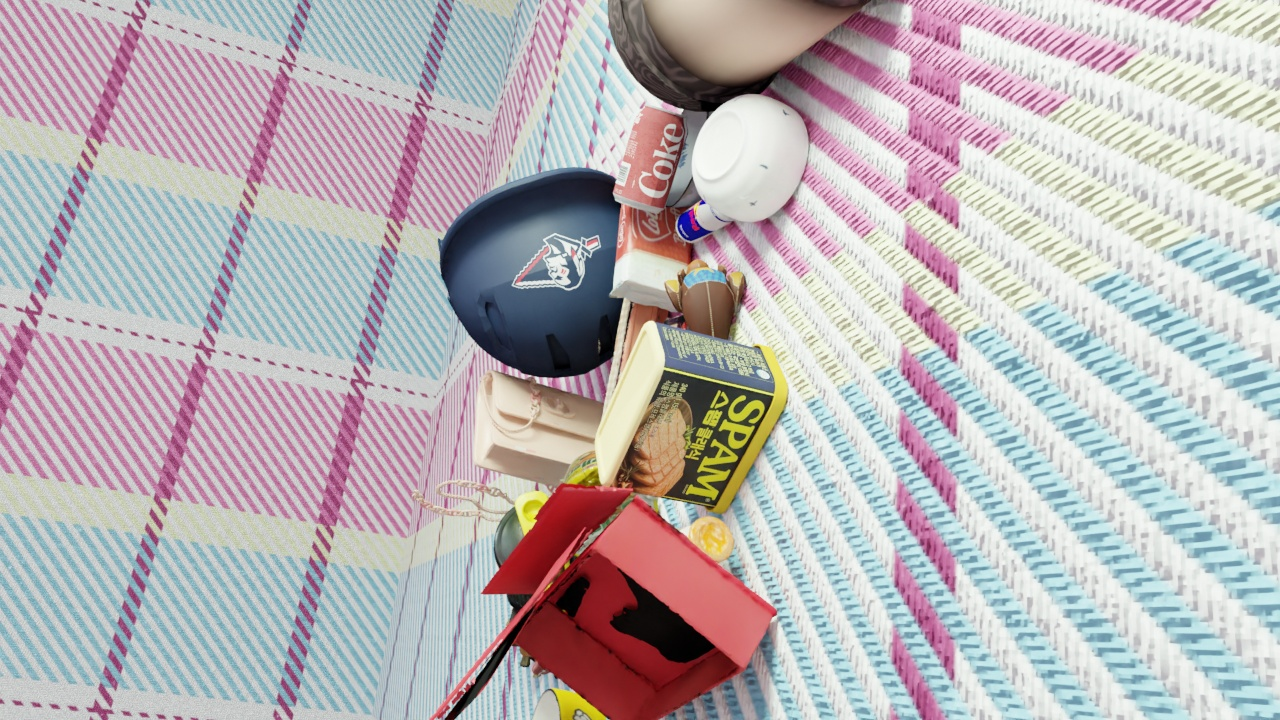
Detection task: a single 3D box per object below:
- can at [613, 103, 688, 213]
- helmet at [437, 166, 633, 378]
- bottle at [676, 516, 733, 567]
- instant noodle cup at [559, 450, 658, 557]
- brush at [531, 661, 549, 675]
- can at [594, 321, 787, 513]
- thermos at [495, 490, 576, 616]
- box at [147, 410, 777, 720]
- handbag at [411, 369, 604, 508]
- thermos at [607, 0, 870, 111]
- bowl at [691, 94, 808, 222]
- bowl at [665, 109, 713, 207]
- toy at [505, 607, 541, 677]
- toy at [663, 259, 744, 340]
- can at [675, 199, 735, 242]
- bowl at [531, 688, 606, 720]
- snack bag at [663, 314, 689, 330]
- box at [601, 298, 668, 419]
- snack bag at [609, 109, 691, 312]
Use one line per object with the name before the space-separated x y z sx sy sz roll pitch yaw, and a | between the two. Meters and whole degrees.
can | 0.011 -0.197 0.899 0.054 0.054 0.097 -127 53 -67
helmet | -0.101 -0.098 1.020 0.273 0.232 0.223 82 165 -52
bottle | 0.034 0.159 0.711 0.109 0.063 0.063 125 153 -48
instant noodle cup | -0.037 0.135 0.912 0.108 0.102 0.102 -119 45 -76
brush | -0.079 0.301 0.996 0.030 0.041 0.173 60 137 40
can | 0.035 0.045 0.720 0.075 0.104 0.135 -103 32 -55
thermos | -0.111 0.224 1.001 0.221 0.098 0.098 105 169 -60
box | -0.126 0.151 0.657 0.212 0.409 0.107 127 160 -49
handbag | -0.150 0.106 1.075 0.188 0.198 0.116 -48 36 37
thermos | 0.092 -0.309 0.727 0.227 0.172 0.172 -6 71 65
bowl | 0.084 -0.172 0.764 0.105 0.054 0.104 -17 67 46
bowl | 0.062 -0.202 0.912 0.114 0.045 0.114 -167 91 -72
toy | -0.135 0.333 1.112 0.076 0.063 0.100 -6 -89 -64
toy | 0.059 -0.038 0.827 0.090 0.070 0.103 -105 8 -79
can | 0.065 -0.139 0.877 0.095 0.032 0.032 163 119 -69
bowl | -0.060 0.364 0.836 0.117 0.067 0.117 -167 91 -72
snack bag | 0.025 0.030 0.901 0.075 0.018 0.155 170 112 -73
box | -0.006 0.006 0.957 0.078 0.054 0.187 50 -132 -70
snack bag | 0.017 -0.161 0.966 0.041 0.077 0.224 133 146 -56
